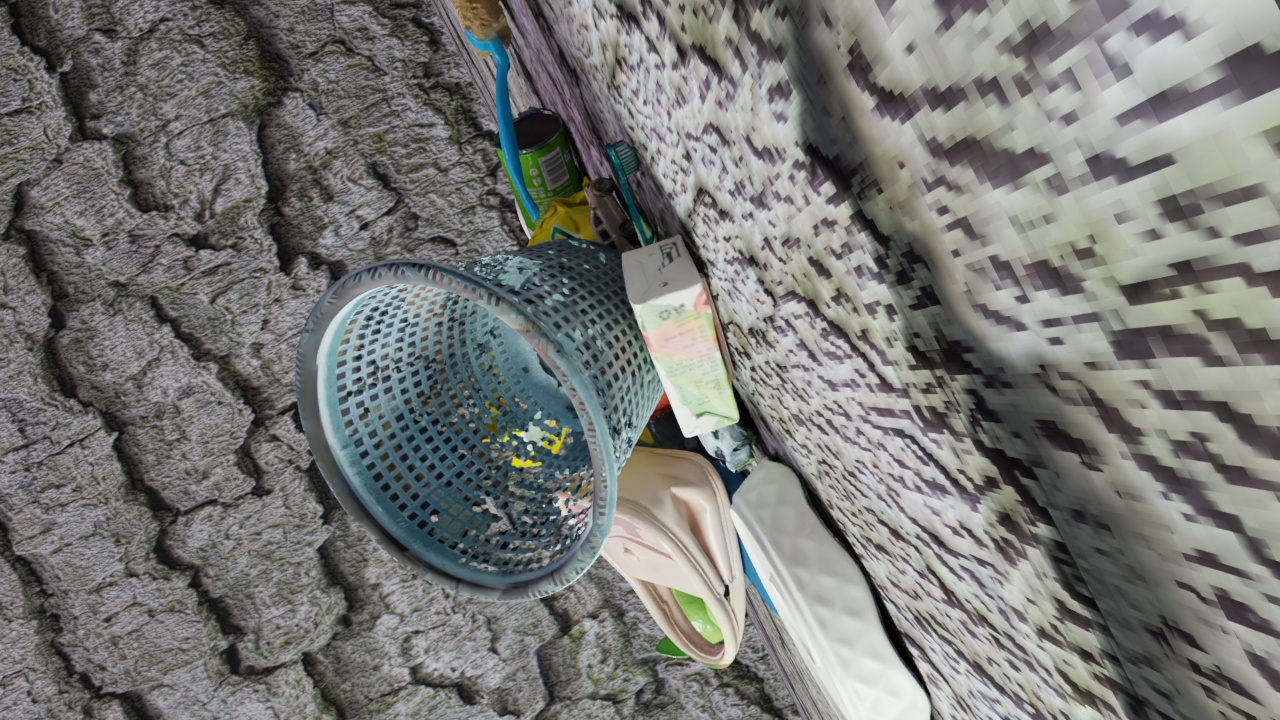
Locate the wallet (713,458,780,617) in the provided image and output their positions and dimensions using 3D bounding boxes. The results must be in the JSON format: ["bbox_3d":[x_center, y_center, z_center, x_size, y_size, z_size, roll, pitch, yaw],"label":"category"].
[{"bbox_3d":[0.107,0.162,0.839,0.133,0.040,0.106,-123,15,-63],"label":"wallet"}]

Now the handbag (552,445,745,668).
[{"bbox_3d":[0.027,0.199,0.895,0.194,0.093,0.234,2,122,57],"label":"handbag"}]

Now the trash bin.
[{"bbox_3d":[-0.078,0.012,0.621,0.226,0.227,0.194,63,-147,-12],"label":"trash bin"}]

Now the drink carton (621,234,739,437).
[{"bbox_3d":[0.028,-0.013,0.563,0.053,0.045,0.122,-104,-6,-46],"label":"drink carton"}]

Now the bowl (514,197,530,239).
[{"bbox_3d":[-0.103,-0.170,1.034,0.113,0.062,0.113,-18,-91,-84],"label":"bowl"}]

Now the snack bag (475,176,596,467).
[{"bbox_3d":[-0.080,-0.024,0.833,0.068,0.246,0.158,18,167,10],"label":"snack bag"}]

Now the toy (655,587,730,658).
[{"bbox_3d":[0.061,0.234,1.125,0.226,0.090,0.246,17,-128,-42],"label":"toy"}]

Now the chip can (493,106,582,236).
[{"bbox_3d":[-0.081,-0.139,0.934,0.236,0.072,0.072,72,171,-47],"label":"chip can"}]

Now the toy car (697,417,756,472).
[{"bbox_3d":[0.061,0.051,0.691,0.054,0.037,0.121,61,180,20],"label":"toy car"}]

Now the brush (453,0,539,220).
[{"bbox_3d":[-0.126,-0.244,0.809,0.083,0.046,0.254,118,138,-78],"label":"brush"}]

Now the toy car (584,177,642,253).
[{"bbox_3d":[-0.022,-0.105,0.720,0.042,0.035,0.090,69,175,-57],"label":"toy car"}]

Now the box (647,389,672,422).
[{"bbox_3d":[-0.005,0.004,0.808,0.091,0.079,0.168,61,-177,13],"label":"box"}]

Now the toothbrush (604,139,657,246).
[{"bbox_3d":[0.009,-0.081,0.618,0.016,0.018,0.192,60,178,34],"label":"toothbrush"}]

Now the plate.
[{"bbox_3d":[0.118,0.162,0.600,0.205,0.045,0.205,63,176,7],"label":"plate"}]

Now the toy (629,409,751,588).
[{"bbox_3d":[0.051,0.135,0.996,0.356,0.091,0.137,60,-177,-21],"label":"toy"}]
